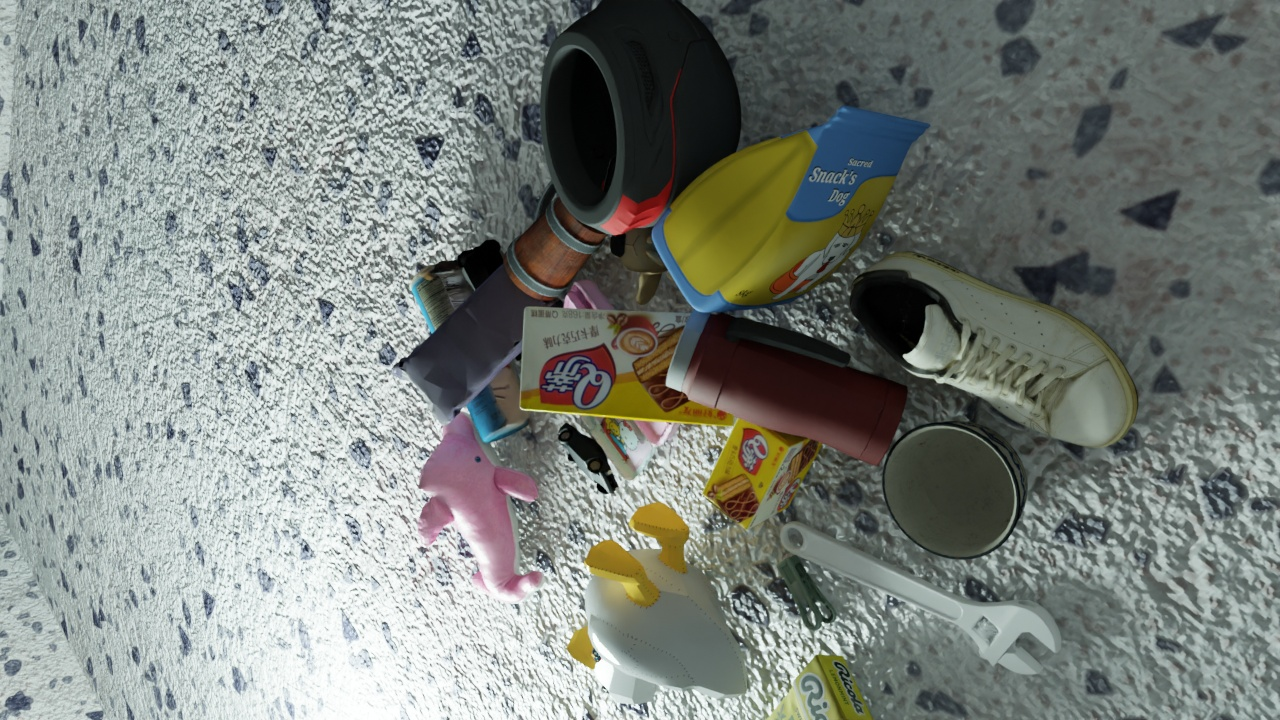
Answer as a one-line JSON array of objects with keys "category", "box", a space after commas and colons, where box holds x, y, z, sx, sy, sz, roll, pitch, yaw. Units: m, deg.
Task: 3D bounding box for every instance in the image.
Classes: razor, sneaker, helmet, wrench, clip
[{"category": "razor", "box": [-0.167, -0.068, 1.125, 0.156, 0.057, 0.060, 62, 174, 10]}, {"category": "sneaker", "box": [0.267, -0.011, 0.726, 0.241, 0.102, 0.089, 36, 120, 29]}, {"category": "helmet", "box": [0.008, -0.236, 0.857, 0.165, 0.169, 0.264, -46, 58, 50]}, {"category": "wrench", "box": [0.246, 0.209, 0.848, 0.274, 0.018, 0.066, 19, 111, 38]}, {"category": "clip", "box": [0.165, 0.231, 0.916, 0.023, 0.035, 0.074, -48, 62, 38]}]

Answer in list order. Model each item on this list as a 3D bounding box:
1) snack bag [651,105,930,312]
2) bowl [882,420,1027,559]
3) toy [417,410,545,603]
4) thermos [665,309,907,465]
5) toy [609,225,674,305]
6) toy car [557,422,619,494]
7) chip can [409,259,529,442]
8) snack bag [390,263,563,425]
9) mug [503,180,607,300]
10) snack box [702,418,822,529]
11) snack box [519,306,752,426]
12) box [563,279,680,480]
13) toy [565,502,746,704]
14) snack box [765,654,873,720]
[{"category": "snack bag", "box": [0.135, -0.136, 0.779, 0.206, 0.158, 0.102, -42, 69, 36]}, {"category": "bowl", "box": [0.271, 0.103, 0.775, 0.116, 0.059, 0.115, 10, 105, 39]}, {"category": "toy", "box": [-0.222, 0.199, 1.178, 0.187, 0.127, 0.265, -12, 99, 46]}, {"category": "thermos", "box": [0.129, 0.015, 0.808, 0.198, 0.083, 0.108, 21, 145, 7]}, {"category": "toy", "box": [0.026, -0.115, 0.924, 0.108, 0.105, 0.134, 18, 107, 49]}, {"category": "toy car", "box": [-0.059, 0.111, 1.058, 0.112, 0.034, 0.046, 38, 156, 47]}, {"category": "chip can", "box": [-0.211, -0.013, 1.156, 0.080, 0.079, 0.229, -35, 77, 39]}, {"category": "snack bag", "box": [-0.192, -0.025, 1.076, 0.205, 0.058, 0.096, -44, 93, 5]}, {"category": "mug", "box": [-0.096, -0.146, 1.037, 0.111, 0.081, 0.117, -42, 51, 34]}, {"category": "snack box", "box": [0.121, 0.098, 0.888, 0.061, 0.083, 0.106, 38, 120, 28]}, {"category": "snack box", "box": [-0.006, 0.005, 0.931, 0.230, 0.061, 0.110, 3, 90, 19]}, {"category": "box", "box": [-0.034, 0.022, 1.040, 0.201, 0.044, 0.155, 54, 145, 19]}, {"category": "toy", "box": [0.011, 0.292, 0.996, 0.247, 0.140, 0.268, 21, 129, 35]}, {"category": "snack box", "box": [0.164, 0.393, 0.905, 0.181, 0.045, 0.121, -62, 30, 31]}]
